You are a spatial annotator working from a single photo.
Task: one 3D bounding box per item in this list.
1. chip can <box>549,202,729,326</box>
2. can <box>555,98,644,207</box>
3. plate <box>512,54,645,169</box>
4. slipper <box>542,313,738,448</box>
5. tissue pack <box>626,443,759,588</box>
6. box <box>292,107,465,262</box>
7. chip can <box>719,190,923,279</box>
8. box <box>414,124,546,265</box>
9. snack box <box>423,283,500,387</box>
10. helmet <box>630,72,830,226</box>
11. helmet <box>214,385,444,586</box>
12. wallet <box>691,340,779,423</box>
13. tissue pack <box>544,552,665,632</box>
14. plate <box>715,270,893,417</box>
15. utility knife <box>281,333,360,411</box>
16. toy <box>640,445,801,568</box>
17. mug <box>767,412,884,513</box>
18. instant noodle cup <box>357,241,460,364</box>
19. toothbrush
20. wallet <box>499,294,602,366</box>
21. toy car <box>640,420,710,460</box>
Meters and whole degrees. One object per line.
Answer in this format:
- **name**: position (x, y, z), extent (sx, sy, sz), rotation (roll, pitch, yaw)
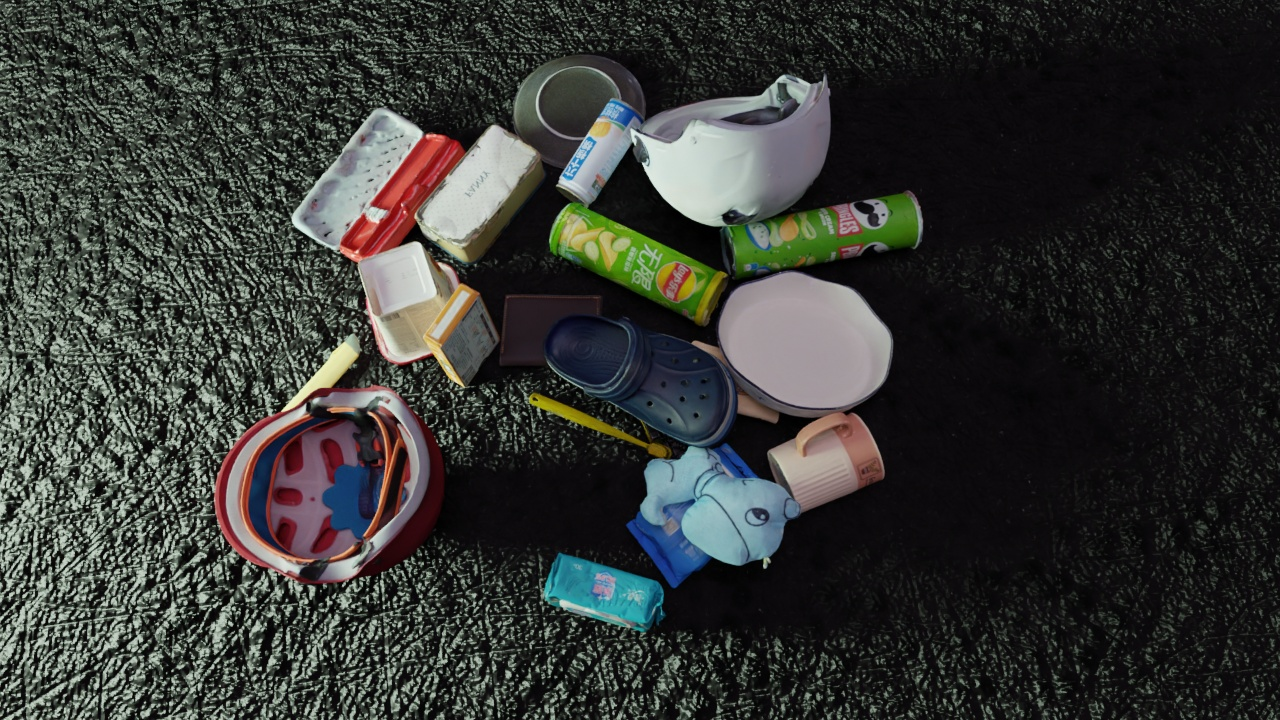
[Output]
- **chip can**: position (-0.006, -0.120, 1.121), extent (0.221, 0.073, 0.072), rotation (26, 74, 9)
- **can**: position (-0.052, -0.263, 1.169), extent (0.053, 0.053, 0.134), rotation (32, 86, 11)
- **plate**: position (-0.082, -0.338, 1.221), extent (0.179, 0.024, 0.179), rotation (0, 71, 1)
- **slipper**: position (-0.006, 0.006, 1.020), extent (0.253, 0.095, 0.105), rotation (25, 84, 27)
- **tissue pack**: position (0.069, 0.173, 1.032), extent (0.157, 0.052, 0.095), rotation (-39, 73, -11)
- **box**: position (-0.333, -0.221, 1.177), extent (0.161, 0.059, 0.200), rotation (27, 75, 22)
- **chip can**: position (0.220, -0.152, 1.128), extent (0.236, 0.072, 0.072), rotation (-11, 72, -2)
- **box**: position (-0.197, -0.215, 1.164), extent (0.090, 0.062, 0.184), rotation (36, 74, 11)
- **snack box**: position (-0.202, -0.025, 1.050), extent (0.026, 0.154, 0.075), rotation (30, 74, 10)
- **helmet**: position (0.114, -0.241, 1.100), extent (0.228, 0.259, 0.146), rotation (-25, 111, -22)
- **helmet**: position (-0.321, 0.143, 1.007), extent (0.240, 0.144, 0.206), rotation (-7, 71, 14)
- **wallet**: position (0.110, 0.022, 1.077), extent (0.115, 0.024, 0.087), rotation (14, 56, -12)
- **tissue pack**: position (-0.036, 0.253, 0.987), extent (0.133, 0.093, 0.050), rotation (14, 68, 6)
- **plate**: position (0.187, -0.017, 1.067), extent (0.205, 0.046, 0.204), rotation (3, 51, -4)
- **utility knife**: position (-0.396, 0.036, 1.107), extent (0.031, 0.018, 0.166), rotation (37, 75, 17)
- **toy**: position (0.085, 0.158, 0.982), extent (0.161, 0.050, 0.156), rotation (-20, 66, -3)
- **mug**: position (0.204, 0.107, 1.021), extent (0.106, 0.115, 0.081), rotation (-23, 47, -4)
- **instant noodle cup**: position (-0.271, -0.072, 1.083), extent (0.116, 0.124, 0.116), rotation (-20, 72, -6)
- **toothbrush**: position (-0.050, 0.075, 1.062), extent (0.190, 0.016, 0.015), rotation (21, 88, 23)
- **wallet**: position (-0.109, -0.038, 1.124), extent (0.122, 0.020, 0.096), rotation (1, 67, 2)
- **toy car**: position (0.028, 0.055, 1.078), extent (0.071, 0.041, 0.155), rotation (-26, 75, -7)
